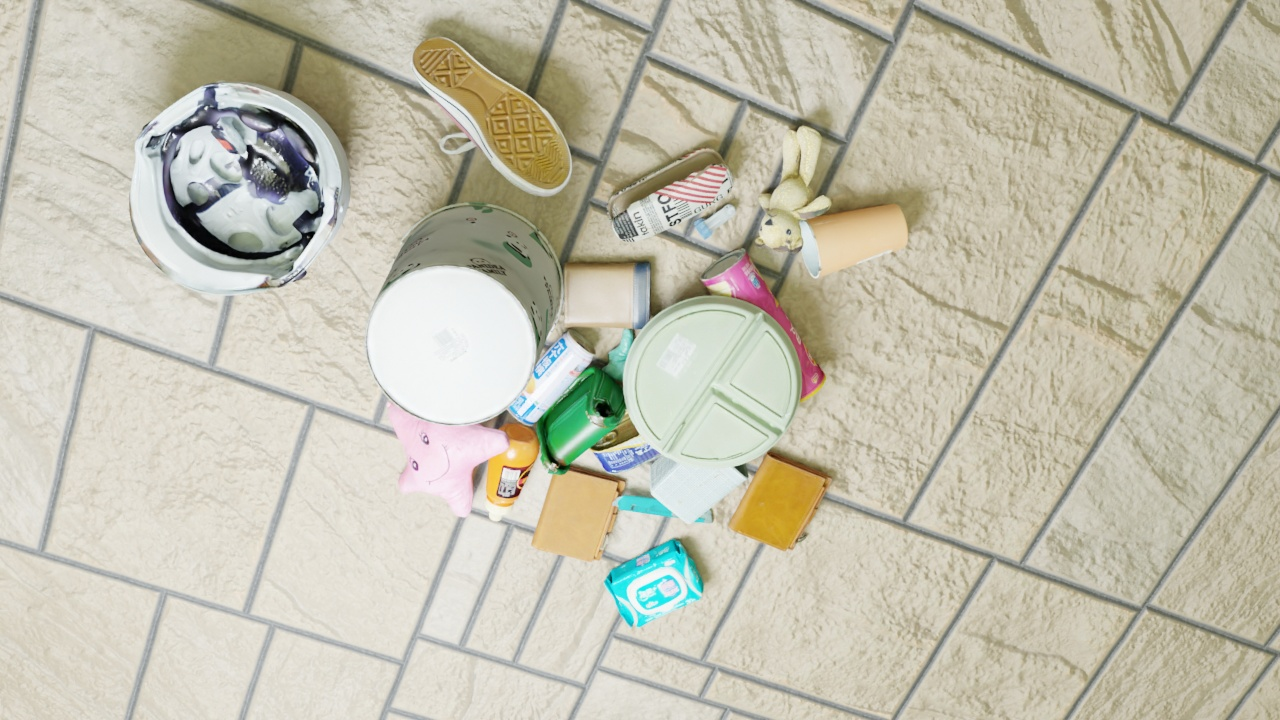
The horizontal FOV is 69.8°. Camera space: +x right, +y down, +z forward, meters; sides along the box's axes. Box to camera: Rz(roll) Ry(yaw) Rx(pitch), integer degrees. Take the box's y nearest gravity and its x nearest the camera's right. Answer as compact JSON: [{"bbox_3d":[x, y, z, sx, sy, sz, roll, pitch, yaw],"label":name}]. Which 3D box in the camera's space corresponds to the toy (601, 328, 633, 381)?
[{"bbox_3d":[-0.007,0.007,1.231,0.092,0.030,0.096,13,98,14],"label":"toy"}]

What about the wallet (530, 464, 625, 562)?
[{"bbox_3d":[-0.088,0.219,1.310,0.108,0.031,0.132,15,105,-9],"label":"wallet"}]

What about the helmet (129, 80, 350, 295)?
[{"bbox_3d":[-0.455,-0.208,1.080,0.229,0.145,0.259,43,111,-14],"label":"helmet"}]

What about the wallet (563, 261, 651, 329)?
[{"bbox_3d":[-0.043,-0.085,1.203,0.115,0.033,0.090,0,107,-1],"label":"wallet"}]

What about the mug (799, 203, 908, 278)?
[{"bbox_3d":[0.272,-0.157,1.170,0.123,0.078,0.078,-14,110,-2],"label":"mug"}]

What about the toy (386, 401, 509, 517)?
[{"bbox_3d":[-0.278,0.119,1.242,0.178,0.074,0.195,39,118,8],"label":"toy"}]

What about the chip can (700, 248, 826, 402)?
[{"bbox_3d":[0.162,-0.042,1.206,0.071,0.071,0.210,-32,108,9],"label":"chip can"}]

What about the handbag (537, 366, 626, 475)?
[{"bbox_3d":[-0.080,0.079,1.211,0.068,0.120,0.131,42,113,-16],"label":"handbag"}]

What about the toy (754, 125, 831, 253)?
[{"bbox_3d":[0.185,-0.211,1.134,0.105,0.066,0.157,12,88,37],"label":"toy"}]

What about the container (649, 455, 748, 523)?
[{"bbox_3d":[0.075,0.153,1.266,0.090,0.090,0.112,42,106,-15],"label":"container"}]

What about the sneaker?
[{"bbox_3d":[-0.175,-0.282,1.097,0.241,0.088,0.118,43,80,5],"label":"sneaker"}]

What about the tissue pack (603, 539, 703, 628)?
[{"bbox_3d":[0.021,0.329,1.345,0.133,0.050,0.093,-28,110,8],"label":"tissue pack"}]

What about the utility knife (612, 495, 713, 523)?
[{"bbox_3d":[0.035,0.213,1.312,0.157,0.013,0.029,11,104,-17],"label":"utility knife"}]

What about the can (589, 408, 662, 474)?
[{"bbox_3d":[0.003,0.098,1.247,0.148,0.074,0.049,-28,120,7],"label":"can"}]

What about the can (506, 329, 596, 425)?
[{"bbox_3d":[-0.121,0.023,1.226,0.053,0.053,0.135,40,104,-15],"label":"can"}]

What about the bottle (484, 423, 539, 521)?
[{"bbox_3d":[-0.185,0.161,1.272,0.066,0.066,0.150,15,116,-8],"label":"bottle"}]

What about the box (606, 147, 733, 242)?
[{"bbox_3d":[0.035,-0.210,1.158,0.163,0.082,0.075,-29,143,7],"label":"box"}]

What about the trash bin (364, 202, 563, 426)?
[{"bbox_3d":[-0.207,-0.053,1.090,0.229,0.251,0.230,-1,110,-3],"label":"trash bin"}]

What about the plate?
[{"bbox_3d":[0.091,0.032,1.168,0.230,0.027,0.230,1,102,3],"label":"plate"}]

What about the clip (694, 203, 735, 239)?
[{"bbox_3d":[0.097,-0.182,1.182,0.058,0.038,0.026,-35,106,11],"label":"clip"}]

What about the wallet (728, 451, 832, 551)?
[{"bbox_3d":[0.207,0.208,1.318,0.119,0.035,0.131,22,109,-10],"label":"wallet"}]
